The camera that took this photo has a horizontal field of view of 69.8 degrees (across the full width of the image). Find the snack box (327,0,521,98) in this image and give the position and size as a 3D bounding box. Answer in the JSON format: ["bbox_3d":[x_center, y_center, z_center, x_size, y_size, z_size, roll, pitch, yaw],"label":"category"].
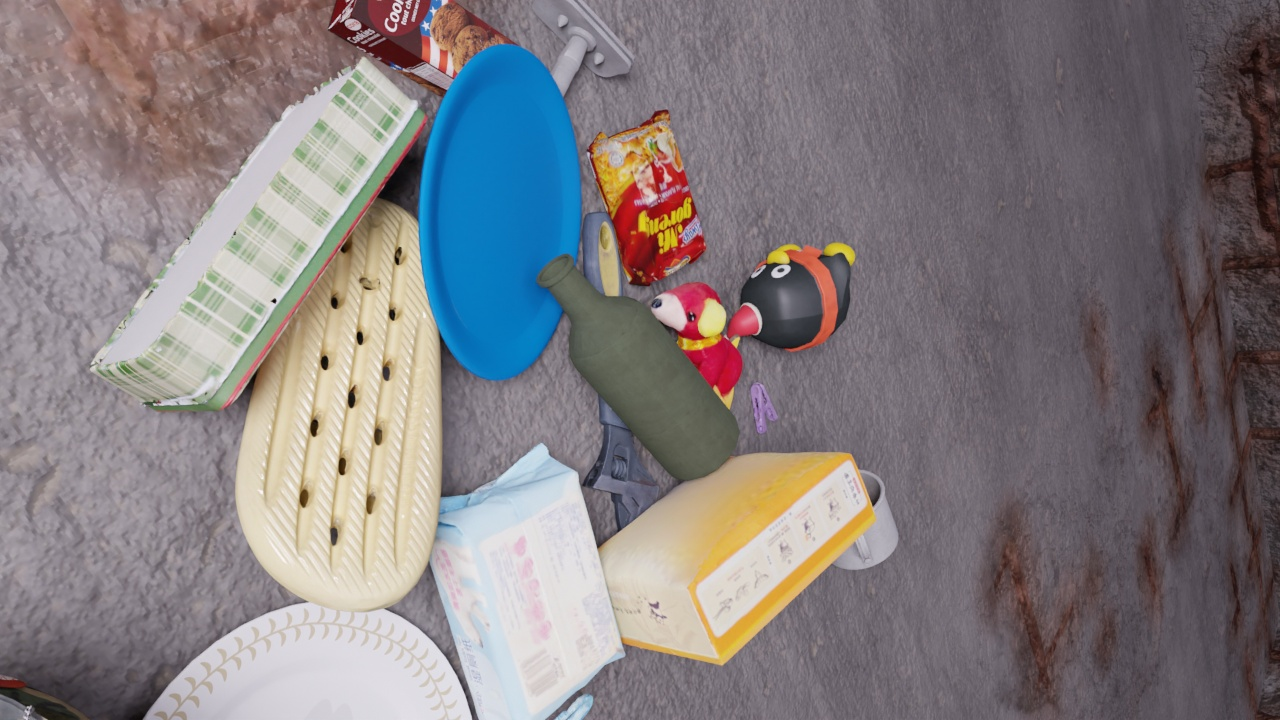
[{"bbox_3d":[-0.137,-0.216,0.629,0.140,0.032,0.051,23,73,-43],"label":"snack box"}]

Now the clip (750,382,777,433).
[{"bbox_3d":[0.119,0.050,0.899,0.050,0.014,0.046,45,62,-39],"label":"clip"}]

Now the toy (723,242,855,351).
[{"bbox_3d":[0.140,-0.056,0.865,0.119,0.098,0.100,-19,107,-41],"label":"toy"}]

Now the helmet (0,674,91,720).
[{"bbox_3d":[-0.274,0.219,0.336,0.192,0.236,0.224,-18,113,-20],"label":"helmet"}]

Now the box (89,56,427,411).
[{"bbox_3d":[-0.205,-0.067,0.499,0.050,0.118,0.205,42,59,-31],"label":"box"}]

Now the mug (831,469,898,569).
[{"bbox_3d":[0.219,0.171,0.935,0.113,0.084,0.070,-91,159,-62],"label":"mug"}]

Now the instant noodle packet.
[{"bbox_3d":[0.008,-0.136,0.773,0.098,0.040,0.135,-33,112,-48],"label":"instant noodle packet"}]

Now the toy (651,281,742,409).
[{"bbox_3d":[0.055,-0.003,0.803,0.105,0.067,0.137,-28,117,-45],"label":"toy"}]

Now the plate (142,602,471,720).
[{"bbox_3d":[-0.199,0.269,0.551,0.242,0.016,0.242,14,71,-47],"label":"plate"}]

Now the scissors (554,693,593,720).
[{"bbox_3d":[-0.084,0.293,0.644,0.133,0.012,0.134,-33,148,-44],"label":"scissors"}]

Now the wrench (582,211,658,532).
[{"bbox_3d":[-0.022,0.016,0.749,0.073,0.022,0.273,-10,97,-44],"label":"wrench"}]

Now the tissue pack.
[{"bbox_3d":[-0.084,0.160,0.651,0.111,0.070,0.182,-24,105,-43],"label":"tissue pack"}]

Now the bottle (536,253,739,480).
[{"bbox_3d":[-0.004,0.004,0.701,0.207,0.072,0.071,50,56,-29],"label":"bottle"}]

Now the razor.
[{"bbox_3d":[-0.063,-0.214,0.703,0.088,0.047,0.116,37,72,-39],"label":"razor"}]

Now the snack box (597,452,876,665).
[{"bbox_3d":[0.063,0.139,0.718,0.194,0.145,0.080,-31,102,-36],"label":"snack box"}]

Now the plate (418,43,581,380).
[{"bbox_3d":[-0.096,-0.099,0.631,0.224,0.024,0.224,7,89,-71],"label":"plate"}]

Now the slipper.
[{"bbox_3d":[-0.181,0.021,0.553,0.111,0.079,0.261,14,62,-31],"label":"slipper"}]
